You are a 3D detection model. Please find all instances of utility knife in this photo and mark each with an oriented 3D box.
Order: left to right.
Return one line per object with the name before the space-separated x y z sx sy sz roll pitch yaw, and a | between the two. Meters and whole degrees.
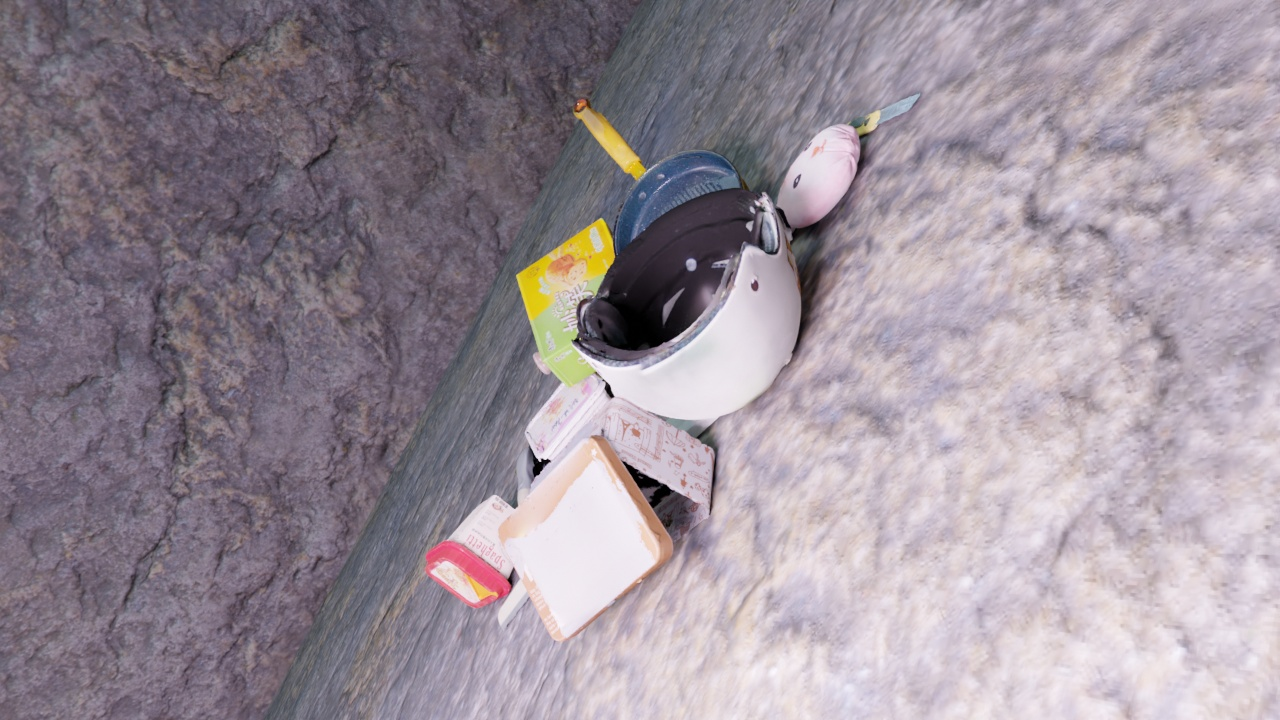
utility knife | 0.241 -0.257 1.010 0.216 0.022 0.031 6 72 67

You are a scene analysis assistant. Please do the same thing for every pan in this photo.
pan | 0.009 -0.236 1.223 0.198 0.078 0.357 -43 53 13

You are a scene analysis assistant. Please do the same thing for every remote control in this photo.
remote control | 0.060 0.056 0.980 0.125 0.024 0.048 -46 22 36

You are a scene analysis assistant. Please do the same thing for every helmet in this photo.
helmet | 0.063 -0.041 0.894 0.230 0.157 0.273 -29 22 17

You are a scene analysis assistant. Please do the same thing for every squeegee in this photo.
squeegee | -0.150 0.189 1.251 0.247 0.039 0.246 -53 29 20

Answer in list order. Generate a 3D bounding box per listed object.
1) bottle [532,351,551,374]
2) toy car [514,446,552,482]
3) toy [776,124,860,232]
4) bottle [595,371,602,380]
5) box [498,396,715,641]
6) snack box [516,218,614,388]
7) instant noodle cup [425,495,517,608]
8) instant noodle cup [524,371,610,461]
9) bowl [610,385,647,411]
bottle | -0.073 -0.046 1.354 0.190 0.068 0.068 -34 21 7
toy car | -0.141 0.160 1.344 0.070 0.042 0.158 -61 25 5
toy | 0.182 -0.186 0.994 0.160 0.054 0.121 -47 19 58
bottle | -0.087 0.033 1.404 0.194 0.044 0.080 -66 18 -17
box | -0.036 0.159 0.872 0.183 0.152 0.174 -46 24 38
snack box | -0.076 -0.084 1.285 0.158 0.070 0.209 -32 43 9
instant noodle cup | -0.224 0.268 1.306 0.117 0.116 0.123 -37 17 51
instant noodle cup | -0.090 0.082 1.283 0.138 0.060 0.173 -51 18 -1
bowl | -0.007 0.007 1.183 0.118 0.064 0.118 -51 19 25
